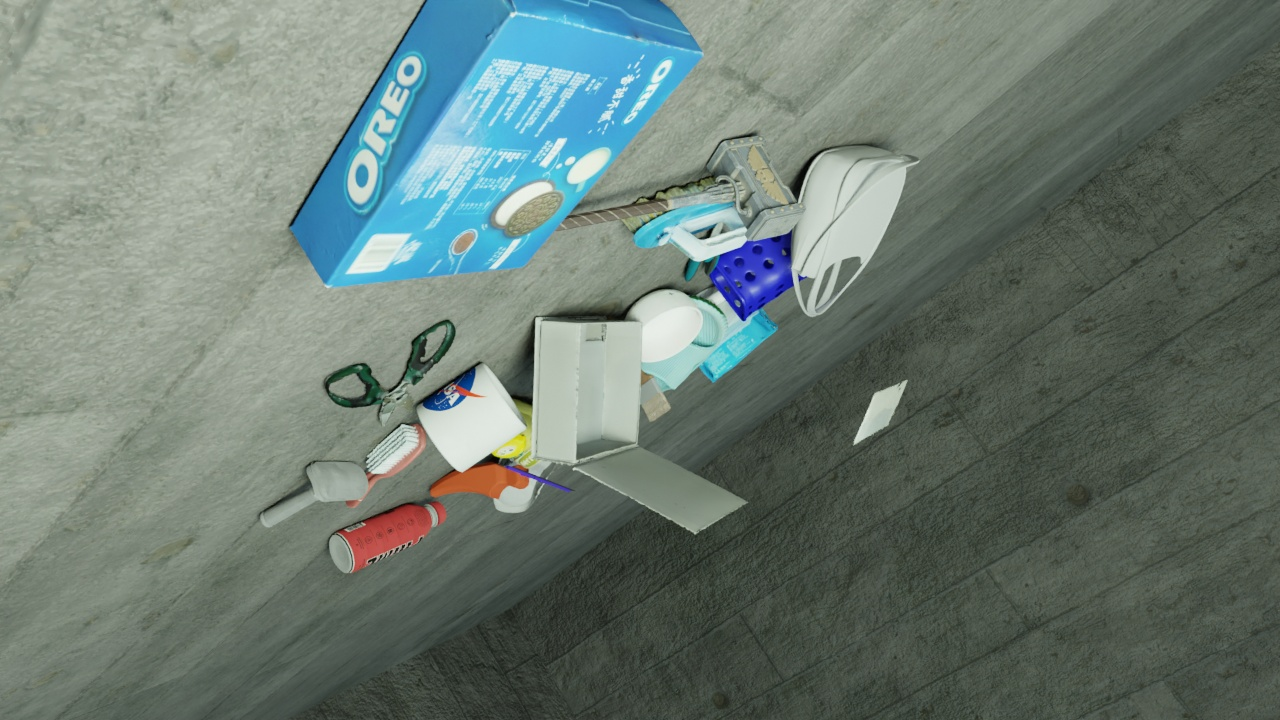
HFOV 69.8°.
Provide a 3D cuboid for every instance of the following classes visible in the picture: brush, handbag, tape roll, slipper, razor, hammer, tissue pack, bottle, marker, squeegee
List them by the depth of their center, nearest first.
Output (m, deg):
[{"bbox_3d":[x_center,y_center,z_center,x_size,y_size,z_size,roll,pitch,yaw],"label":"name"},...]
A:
[{"bbox_3d":[0.002,-0.140,0.845,0.321,0.098,0.044,-16,159,-29],"label":"hammer"},{"bbox_3d":[0.047,-0.137,0.937,0.135,0.075,0.056,-23,162,-39],"label":"brush"},{"bbox_3d":[-0.385,0.158,1.051,0.116,0.047,0.088,-28,167,11],"label":"razor"},{"bbox_3d":[-0.319,0.129,1.108,0.173,0.041,0.030,-39,148,30],"label":"brush"},{"bbox_3d":[-0.007,0.007,1.163,0.008,0.143,0.045,-21,170,-38],"label":"brush"},{"bbox_3d":[0.264,-0.156,1.166,0.215,0.096,0.223,-20,131,-46],"label":"handbag"},{"bbox_3d":[-0.161,0.111,1.256,0.092,0.081,0.190,-36,152,22],"label":"slipper"},{"bbox_3d":[0.069,-0.066,1.306,0.134,0.020,0.017,-31,-175,28],"label":"marker"},{"bbox_3d":[0.023,0.008,1.323,0.116,0.069,0.277,25,135,-28],"label":"slipper"},{"bbox_3d":[0.128,-0.043,1.352,0.145,0.093,0.061,-43,171,34],"label":"tissue pack"},{"bbox_3d":[0.084,-0.077,1.359,0.093,0.013,0.093,-32,167,-8],"label":"tape roll"},{"bbox_3d":[-0.368,0.254,1.361,0.176,0.062,0.062,-19,160,-46],"label":"bottle"},{"bbox_3d":[-0.225,0.179,1.364,0.185,0.055,0.249,-12,162,12],"label":"squeegee"},{"bbox_3d":[-0.176,0.156,1.437,0.112,0.074,0.248,-6,148,-26],"label":"slipper"}]

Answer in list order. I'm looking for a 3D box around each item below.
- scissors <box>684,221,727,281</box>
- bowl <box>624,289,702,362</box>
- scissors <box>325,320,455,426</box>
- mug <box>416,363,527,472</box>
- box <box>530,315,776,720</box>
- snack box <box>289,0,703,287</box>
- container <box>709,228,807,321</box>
[{"bbox_3d":[0.089,-0.139,1.140,0.129,0.019,0.138,-33,161,27],"label":"scissors"},{"bbox_3d":[0.024,-0.051,1.197,0.104,0.054,0.105,-20,147,-14],"label":"bowl"},{"bbox_3d":[-0.268,0.034,0.933,0.154,0.015,0.210,-26,163,-39],"label":"scissors"},{"bbox_3d":[-0.195,0.061,1.062,0.090,0.091,0.121,-34,-160,-3],"label":"mug"},{"bbox_3d":[0.023,0.175,1.052,0.149,0.506,0.166,-35,168,25],"label":"box"},{"bbox_3d":[-0.094,-0.148,0.618,0.240,0.056,0.195,-44,163,33],"label":"snack box"},{"bbox_3d":[0.162,-0.124,1.228,0.113,0.084,0.085,-34,165,-4],"label":"container"}]
